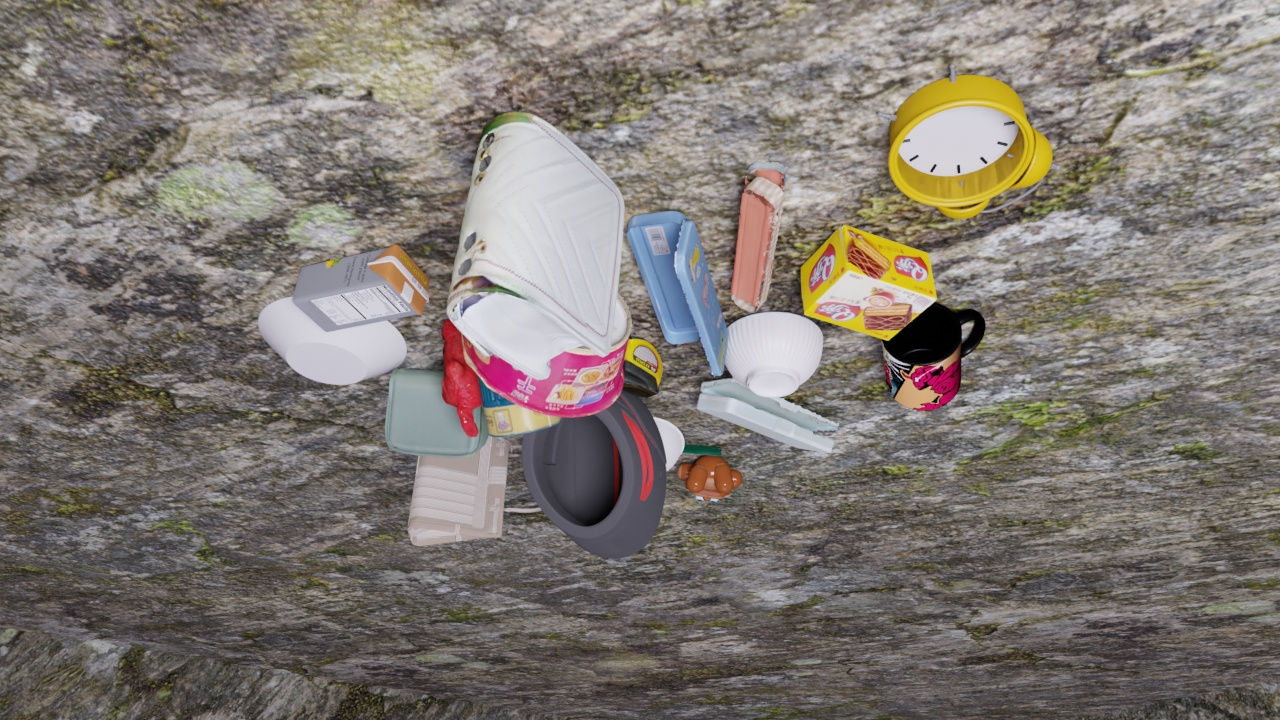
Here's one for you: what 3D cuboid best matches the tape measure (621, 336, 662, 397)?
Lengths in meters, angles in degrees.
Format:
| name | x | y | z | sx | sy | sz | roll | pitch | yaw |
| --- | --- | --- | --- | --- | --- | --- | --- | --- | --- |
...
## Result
| name | x | y | z | sx | sy | sz | roll | pitch | yaw |
| --- | --- | --- | --- | --- | --- | --- | --- | --- | --- |
| tape measure | -0.006 | 0.006 | 1.070 | 0.037 | 0.064 | 0.065 | -18 | 151 | 41 |

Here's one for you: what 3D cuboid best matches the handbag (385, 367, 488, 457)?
| name | x | y | z | sx | sy | sz | roll | pitch | yaw |
| --- | --- | --- | --- | --- | --- | --- | --- | --- | --- |
| handbag | -0.249 | 0.064 | 1.149 | 0.122 | 0.106 | 0.067 | 3 | -178 | 1 |

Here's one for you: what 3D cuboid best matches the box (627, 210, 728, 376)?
| name | x | y | z | sx | sy | sz | roll | pitch | yaw |
| --- | --- | --- | --- | --- | --- | --- | --- | --- | --- |
| box | 0.038 | -0.063 | 0.957 | 0.074 | 0.077 | 0.209 | -3 | 146 | 16 |

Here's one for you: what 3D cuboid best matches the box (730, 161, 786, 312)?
| name | x | y | z | sx | sy | sz | roll | pitch | yaw |
| --- | --- | --- | --- | --- | --- | --- | --- | --- | --- |
| box | 0.113 | -0.121 | 0.898 | 0.058 | 0.062 | 0.189 | 25 | 152 | 13 |

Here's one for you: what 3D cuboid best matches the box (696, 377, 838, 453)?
| name | x | y | z | sx | sy | sz | roll | pitch | yaw |
| --- | --- | --- | --- | --- | --- | --- | --- | --- | --- |
| box | 0.161 | 0.073 | 1.164 | 0.198 | 0.066 | 0.083 | 22 | 145 | -33 |

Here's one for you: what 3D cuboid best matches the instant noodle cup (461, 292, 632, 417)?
| name | x | y | z | sx | sy | sz | roll | pitch | yaw |
| --- | --- | --- | --- | --- | --- | --- | --- | --- | --- |
| instant noodle cup | -0.085 | -0.033 | 0.935 | 0.178 | 0.178 | 0.078 | 15 | 129 | -18 |

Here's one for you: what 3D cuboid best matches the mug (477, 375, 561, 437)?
| name | x | y | z | sx | sy | sz | roll | pitch | yaw |
| --- | --- | --- | --- | --- | --- | --- | --- | --- | --- |
| mug | -0.127 | 0.023 | 0.997 | 0.083 | 0.107 | 0.114 | -13 | -173 | -34 |

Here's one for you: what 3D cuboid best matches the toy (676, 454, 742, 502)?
| name | x | y | z | sx | sy | sz | roll | pitch | yaw |
| --- | --- | --- | --- | --- | --- | --- | --- | --- | --- |
| toy | 0.098 | 0.181 | 1.336 | 0.095 | 0.065 | 0.128 | 8 | 153 | 4 |

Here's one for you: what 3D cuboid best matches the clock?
| name | x | y | z | sx | sy | sz | roll | pitch | yaw |
| --- | --- | --- | --- | --- | --- | --- | --- | --- | --- |
| clock | 0.277 | -0.176 | 0.775 | 0.152 | 0.051 | 0.114 | 32 | 138 | -30 |

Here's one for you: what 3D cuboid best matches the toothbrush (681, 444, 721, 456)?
| name | x | y | z | sx | sy | sz | roll | pitch | yaw |
| --- | --- | --- | --- | --- | --- | --- | --- | --- | --- |
| toothbrush | 0.019 | 0.125 | 1.293 | 0.190 | 0.016 | 0.017 | 4 | 129 | -2 |

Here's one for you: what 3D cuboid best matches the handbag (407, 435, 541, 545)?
| name | x | y | z | sx | sy | sz | roll | pitch | yaw |
| --- | --- | --- | --- | --- | --- | --- | --- | --- | --- |
| handbag | -0.197 | 0.156 | 1.222 | 0.198 | 0.175 | 0.062 | 3 | 147 | -4 |

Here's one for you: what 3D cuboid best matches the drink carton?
| name | x | y | z | sx | sy | sz | roll | pitch | yaw |
| --- | --- | --- | --- | --- | --- | --- | --- | --- | --- |
| drink carton | -0.298 | -0.075 | 0.981 | 0.125 | 0.048 | 0.076 | -9 | 145 | 19 |

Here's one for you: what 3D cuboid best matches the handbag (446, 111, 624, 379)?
| name | x | y | z | sx | sy | sz | roll | pitch | yaw |
| --- | --- | --- | --- | --- | --- | --- | --- | --- | --- |
| handbag | -0.094 | -0.098 | 0.793 | 0.096 | 0.198 | 0.142 | -19 | 140 | 33 |

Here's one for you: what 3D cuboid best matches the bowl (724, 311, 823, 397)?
| name | x | y | z | sx | sy | sz | roll | pitch | yaw |
| --- | --- | --- | --- | --- | --- | --- | --- | --- | --- |
| bowl | 0.151 | 0.002 | 1.050 | 0.118 | 0.062 | 0.118 | 2 | 147 | 1 |

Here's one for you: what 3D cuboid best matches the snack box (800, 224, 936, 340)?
| name | x | y | z | sx | sy | sz | roll | pitch | yaw |
| --- | --- | --- | --- | --- | --- | --- | --- | --- | --- |
| snack box | 0.226 | -0.077 | 0.921 | 0.105 | 0.061 | 0.084 | 15 | 145 | -17 |

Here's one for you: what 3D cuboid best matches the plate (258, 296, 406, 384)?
| name | x | y | z | sx | sy | sz | roll | pitch | yaw |
| --- | --- | --- | --- | --- | --- | --- | --- | --- | --- |
| plate | -0.372 | -0.011 | 1.100 | 0.174 | 0.036 | 0.174 | 2 | 147 | 1 |

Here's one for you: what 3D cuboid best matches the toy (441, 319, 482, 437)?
| name | x | y | z | sx | sy | sz | roll | pitch | yaw |
| --- | --- | --- | --- | --- | --- | --- | --- | --- | --- |
| toy | -0.182 | 0.020 | 1.055 | 0.094 | 0.132 | 0.088 | 1 | 159 | -13 |

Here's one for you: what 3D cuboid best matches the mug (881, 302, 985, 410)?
| name | x | y | z | sx | sy | sz | roll | pitch | yaw |
| --- | --- | --- | --- | --- | --- | --- | --- | --- | --- |
| mug | 0.325 | -0.013 | 1.008 | 0.118 | 0.081 | 0.098 | -29 | 143 | -1 |

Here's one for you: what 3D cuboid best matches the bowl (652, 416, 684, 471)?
| name | x | y | z | sx | sy | sz | roll | pitch | yaw |
| --- | --- | --- | --- | --- | --- | --- | --- | --- | --- |
| bowl | 0.005 | 0.129 | 1.257 | 0.110 | 0.040 | 0.110 | 1 | 134 | 1 |

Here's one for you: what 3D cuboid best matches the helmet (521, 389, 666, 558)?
| name | x | y | z | sx | sy | sz | roll | pitch | yaw |
| --- | --- | --- | --- | --- | --- | --- | --- | --- | --- |
| helmet | -0.049 | 0.127 | 1.148 | 0.164 | 0.169 | 0.265 | -1 | 105 | 16 |
